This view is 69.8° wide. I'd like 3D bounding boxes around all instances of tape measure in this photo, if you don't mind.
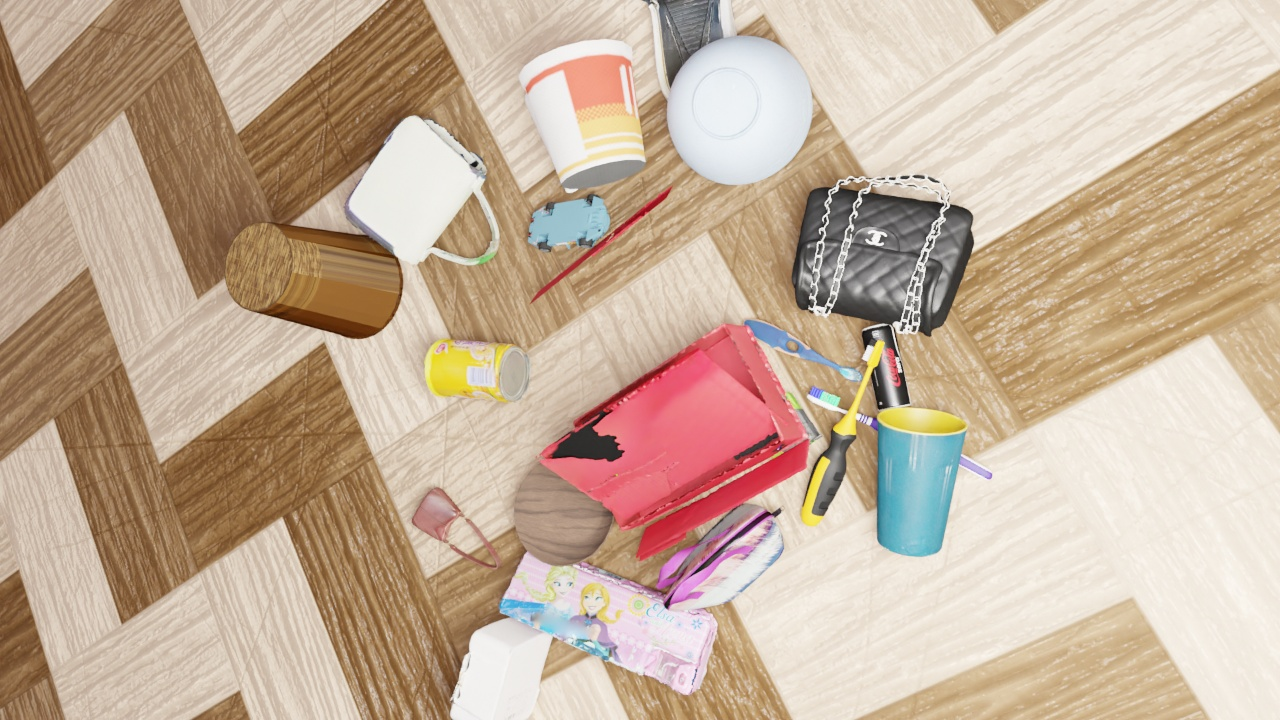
[{"bbox_3d":[0.138,0.066,0.914,0.059,0.035,0.065,-40,73,17],"label":"tape measure"}]

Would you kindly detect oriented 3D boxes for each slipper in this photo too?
[{"bbox_3d":[0.042,-0.399,0.973,0.111,0.063,0.263,-10,85,23],"label":"slipper"}]

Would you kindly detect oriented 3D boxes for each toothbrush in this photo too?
[{"bbox_3d":[0.195,0.072,0.880,0.031,0.031,0.197,34,111,45],"label":"toothbrush"},{"bbox_3d":[0.160,-0.011,0.920,0.135,0.017,0.021,28,97,22],"label":"toothbrush"},{"bbox_3d":[0.246,0.068,0.878,0.187,0.015,0.016,25,97,22],"label":"toothbrush"}]

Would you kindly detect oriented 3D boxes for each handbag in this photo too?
[{"bbox_3d":[0.217,-0.095,0.840,0.154,0.114,0.125,14,81,21],"label":"handbag"},{"bbox_3d":[-0.238,-0.180,1.087,0.176,0.074,0.151,40,104,1],"label":"handbag"},{"bbox_3d":[0.066,0.191,0.864,0.145,0.169,0.068,-46,71,14],"label":"handbag"},{"bbox_3d":[-0.208,0.203,1.064,0.119,0.029,0.055,36,103,16],"label":"handbag"}]

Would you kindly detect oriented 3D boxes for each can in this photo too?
[{"bbox_3d":[-0.186,0.012,1.041,0.105,0.067,0.067,4,88,23],"label":"can"},{"bbox_3d":[0.235,0.007,0.878,0.032,0.031,0.080,-14,81,22],"label":"can"}]

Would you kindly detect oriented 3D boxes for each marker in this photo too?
[{"bbox_3d":[-0.103,-0.251,1.048,0.017,0.020,0.133,-30,75,21],"label":"marker"}]

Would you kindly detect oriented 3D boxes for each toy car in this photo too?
[{"bbox_3d":[-0.077,-0.149,1.025,0.108,0.027,0.060,-1,73,38],"label":"toy car"}]

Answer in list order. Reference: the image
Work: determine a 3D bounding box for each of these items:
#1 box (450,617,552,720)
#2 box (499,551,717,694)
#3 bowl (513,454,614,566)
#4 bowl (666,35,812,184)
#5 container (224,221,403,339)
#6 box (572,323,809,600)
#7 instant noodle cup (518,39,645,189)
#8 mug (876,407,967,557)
[{"bbox_3d":[-0.170,0.334,0.996,0.102,0.102,0.108,15,94,25],"label":"box"},{"bbox_3d":[-0.039,0.270,0.963,0.231,0.063,0.084,16,92,24],"label":"box"},{"bbox_3d":[-0.077,0.164,0.998,0.119,0.032,0.119,-5,75,20],"label":"bowl"},{"bbox_3d":[0.092,-0.252,0.914,0.151,0.074,0.150,3,100,15],"label":"bowl"},{"bbox_3d":[-0.386,-0.098,1.081,0.132,0.167,0.132,-2,86,23],"label":"container"},{"bbox_3d":[0.053,0.169,0.821,0.213,0.128,0.424,-33,42,27],"label":"box"},{"bbox_3d":[-0.054,-0.256,0.979,0.124,0.123,0.121,-15,88,22],"label":"instant noodle cup"},{"bbox_3d":[0.249,0.111,0.834,0.078,0.078,0.121,8,106,24],"label":"mug"}]
